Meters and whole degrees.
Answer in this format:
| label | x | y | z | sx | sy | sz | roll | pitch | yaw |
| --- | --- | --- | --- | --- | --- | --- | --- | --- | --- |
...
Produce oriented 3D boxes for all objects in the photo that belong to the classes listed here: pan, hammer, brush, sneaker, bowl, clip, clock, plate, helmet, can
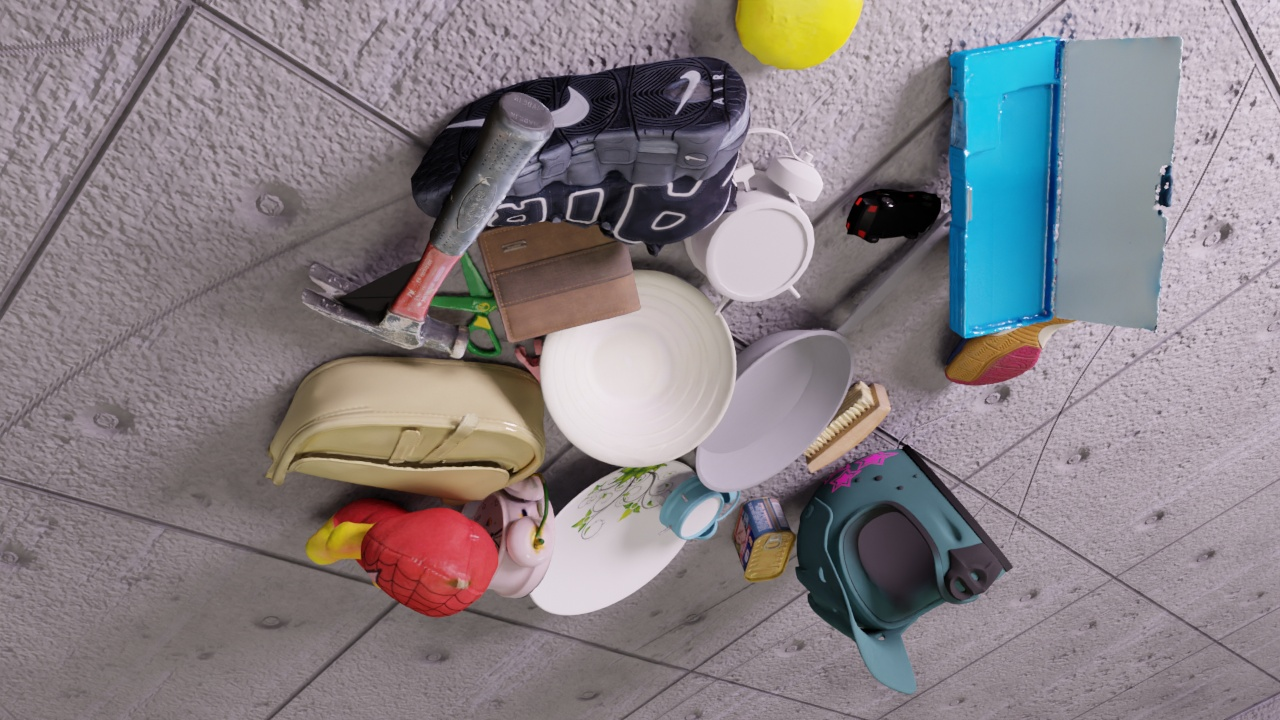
| label | x | y | z | sx | sy | sz | roll | pitch | yaw |
| --- | --- | --- | --- | --- | --- | --- | --- | --- | --- |
| pan | 0.177 | -0.012 | 0.899 | 0.200 | 0.051 | 0.357 | 22 | 110 | -51 |
| hammer | -0.146 | -0.087 | 0.652 | 0.140 | 0.036 | 0.327 | 19 | 151 | -21 |
| brush | 0.219 | 0.070 | 1.005 | 0.039 | 0.049 | 0.117 | 40 | 116 | -16 |
| sneaker | -0.036 | -0.129 | 0.692 | 0.253 | 0.097 | 0.151 | -9 | 143 | 11 |
| bowl | -0.005 | 0.005 | 0.837 | 0.176 | 0.058 | 0.177 | -1 | 98 | -8 |
| clip | -0.091 | 0.001 | 0.862 | 0.044 | 0.023 | 0.060 | -39 | 126 | 23 |
| clock | 0.092 | -0.121 | 0.773 | 0.120 | 0.061 | 0.159 | -12 | 127 | -7 |
| clock | -0.133 | 0.175 | 0.940 | 0.058 | 0.116 | 0.158 | 16 | 136 | -36 |
| clock | 0.071 | 0.166 | 1.050 | 0.123 | 0.042 | 0.087 | 2 | 122 | -47 |
| plate | -0.032 | 0.194 | 1.040 | 0.229 | 0.030 | 0.230 | -22 | 136 | -24 |
| sneaker | 0.390 | -0.055 | 0.925 | 0.116 | 0.091 | 0.242 | 7 | 150 | -16 |
| helmet | 0.271 | 0.221 | 1.009 | 0.200 | 0.274 | 0.176 | -39 | 106 | 8 |
| can | 0.149 | 0.217 | 1.118 | 0.054 | 0.059 | 0.100 | -4 | 134 | -13 |

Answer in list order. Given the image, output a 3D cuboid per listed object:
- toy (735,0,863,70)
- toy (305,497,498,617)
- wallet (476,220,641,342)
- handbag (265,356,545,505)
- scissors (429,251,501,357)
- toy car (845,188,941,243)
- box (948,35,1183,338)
| label | x | y | z | sx | sy | sz | roll | pitch | yaw |
| --- | --- | --- | --- | --- | --- | --- | --- | --- | --- |
| toy | 0.115 | -0.253 | 0.662 | 0.094 | 0.041 | 0.095 | -23 | 136 | 13 |
| toy | -0.226 | 0.189 | 0.892 | 0.147 | 0.098 | 0.217 | 27 | 161 | -39 |
| wallet | -0.067 | -0.074 | 0.768 | 0.121 | 0.027 | 0.099 | -14 | 107 | -1 |
| handbag | -0.213 | 0.076 | 0.851 | 0.232 | 0.088 | 0.191 | 14 | 131 | -28 |
| scissors | -0.131 | -0.050 | 0.804 | 0.130 | 0.011 | 0.126 | -15 | 137 | -3 |
| toy car | 0.225 | -0.133 | 0.817 | 0.091 | 0.036 | 0.042 | -8 | 137 | -24 |
| box | 0.345 | -0.142 | 0.768 | 0.171 | 0.070 | 0.244 | 0 | 115 | 18 |
